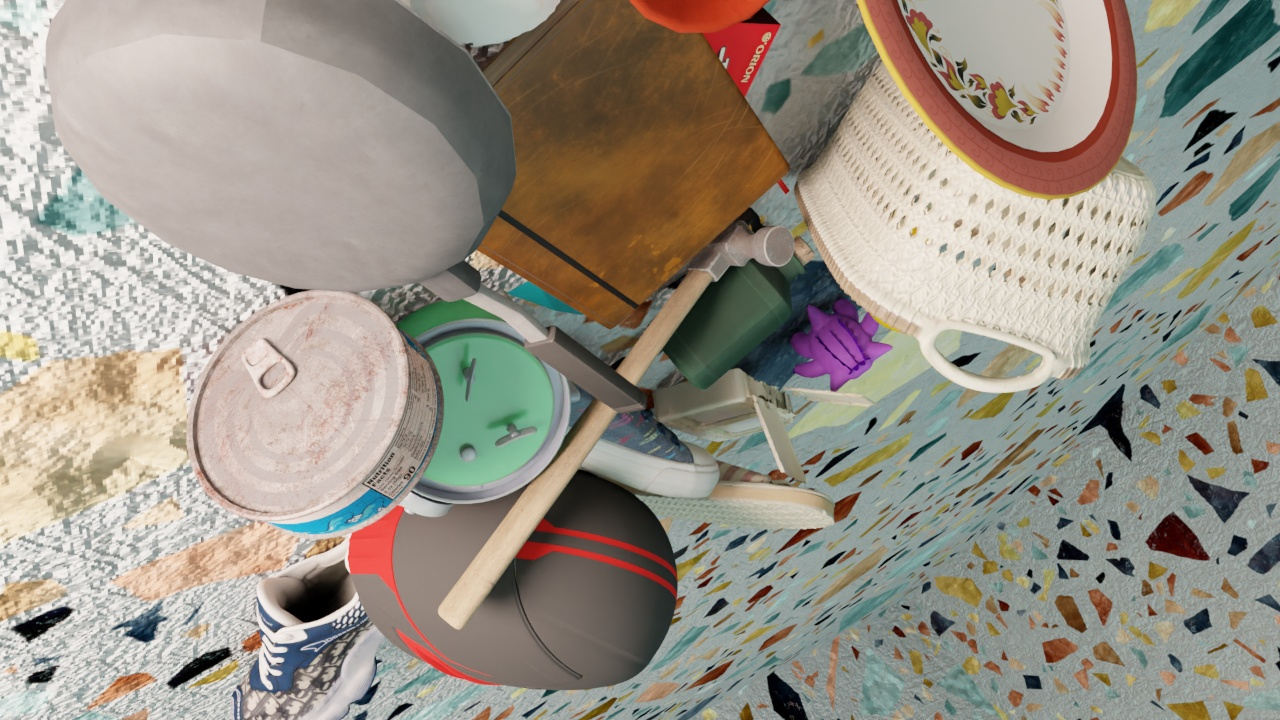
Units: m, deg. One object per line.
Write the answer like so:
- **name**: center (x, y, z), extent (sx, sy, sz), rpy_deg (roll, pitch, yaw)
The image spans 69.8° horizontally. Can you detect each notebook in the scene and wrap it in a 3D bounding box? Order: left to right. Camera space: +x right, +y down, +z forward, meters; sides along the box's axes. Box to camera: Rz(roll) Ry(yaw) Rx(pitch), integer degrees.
- **notebook**: center (-0.016, -0.098, 0.523), extent (0.178, 0.014, 0.249), rpy_deg (-41, 152, 11)

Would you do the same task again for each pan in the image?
- **pan**: center (-0.095, -0.041, 0.434), extent (0.179, 0.041, 0.357), rpy_deg (-12, 149, 28)

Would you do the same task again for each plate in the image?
- **plate**: center (0.187, -0.193, 0.488), extent (0.229, 0.229, 0.021), rpy_deg (-16, 178, -33)

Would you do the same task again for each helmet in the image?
- **helmet**: center (-0.068, 0.161, 0.696), extent (0.170, 0.164, 0.264), rpy_deg (-19, 144, 37)

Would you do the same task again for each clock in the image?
- **clock**: center (-0.125, 0.037, 0.580), extent (0.161, 0.075, 0.122), rpy_deg (-36, 117, -4)

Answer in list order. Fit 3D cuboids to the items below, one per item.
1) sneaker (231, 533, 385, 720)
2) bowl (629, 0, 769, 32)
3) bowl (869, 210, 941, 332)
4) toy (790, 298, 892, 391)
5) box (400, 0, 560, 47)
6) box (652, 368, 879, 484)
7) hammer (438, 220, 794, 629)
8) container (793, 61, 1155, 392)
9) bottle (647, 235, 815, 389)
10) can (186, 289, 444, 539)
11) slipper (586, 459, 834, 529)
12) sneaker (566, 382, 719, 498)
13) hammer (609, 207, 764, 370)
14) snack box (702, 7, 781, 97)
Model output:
- **sneaker**: center (-0.271, 0.214, 0.757), extent (0.270, 0.103, 0.132), rpy_deg (-43, 137, 14)
- **bowl**: center (0.023, -0.200, 0.373), extent (0.121, 0.035, 0.122), rpy_deg (-21, 131, -27)
- **bowl**: center (0.233, -0.083, 0.834), extent (0.117, 0.068, 0.117), rpy_deg (8, 89, -69)
- **toy**: center (0.194, -0.017, 0.898), extent (0.106, 0.088, 0.056), rpy_deg (-39, 146, 7)
- **box**: center (-0.084, -0.160, 0.368), extent (0.112, 0.084, 0.163), rpy_deg (-36, 155, -16)
- **box**: center (0.113, 0.063, 0.867), extent (0.145, 0.186, 0.095), rpy_deg (21, 77, -56)
- **hammer**: center (-0.023, 0.036, 0.614), extent (0.031, 0.119, 0.330), rpy_deg (43, 73, -30)
- **container**: center (0.217, -0.105, 0.618), extent (0.184, 0.245, 0.143), rpy_deg (14, 122, -14)
- **bottle**: center (0.074, -0.043, 0.687), extent (0.131, 0.061, 0.061), rpy_deg (-41, 164, 5)
- **can**: center (-0.176, 0.028, 0.501), extent (0.130, 0.130, 0.044), rpy_deg (-35, 153, -1)
- **slipper**: center (0.050, 0.119, 0.859), extent (0.263, 0.052, 0.115), rpy_deg (1, 159, 23)
- **sneaker**: center (-0.029, 0.042, 0.710), extent (0.235, 0.087, 0.079), rpy_deg (22, 96, -32)
- **hammer**: center (-0.005, 0.004, 0.763), extent (0.321, 0.036, 0.123), rpy_deg (-40, 147, 9)
- **snack box**: center (-0.010, -0.137, 0.528), extent (0.132, 0.036, 0.152), rpy_deg (-13, 146, -36)
